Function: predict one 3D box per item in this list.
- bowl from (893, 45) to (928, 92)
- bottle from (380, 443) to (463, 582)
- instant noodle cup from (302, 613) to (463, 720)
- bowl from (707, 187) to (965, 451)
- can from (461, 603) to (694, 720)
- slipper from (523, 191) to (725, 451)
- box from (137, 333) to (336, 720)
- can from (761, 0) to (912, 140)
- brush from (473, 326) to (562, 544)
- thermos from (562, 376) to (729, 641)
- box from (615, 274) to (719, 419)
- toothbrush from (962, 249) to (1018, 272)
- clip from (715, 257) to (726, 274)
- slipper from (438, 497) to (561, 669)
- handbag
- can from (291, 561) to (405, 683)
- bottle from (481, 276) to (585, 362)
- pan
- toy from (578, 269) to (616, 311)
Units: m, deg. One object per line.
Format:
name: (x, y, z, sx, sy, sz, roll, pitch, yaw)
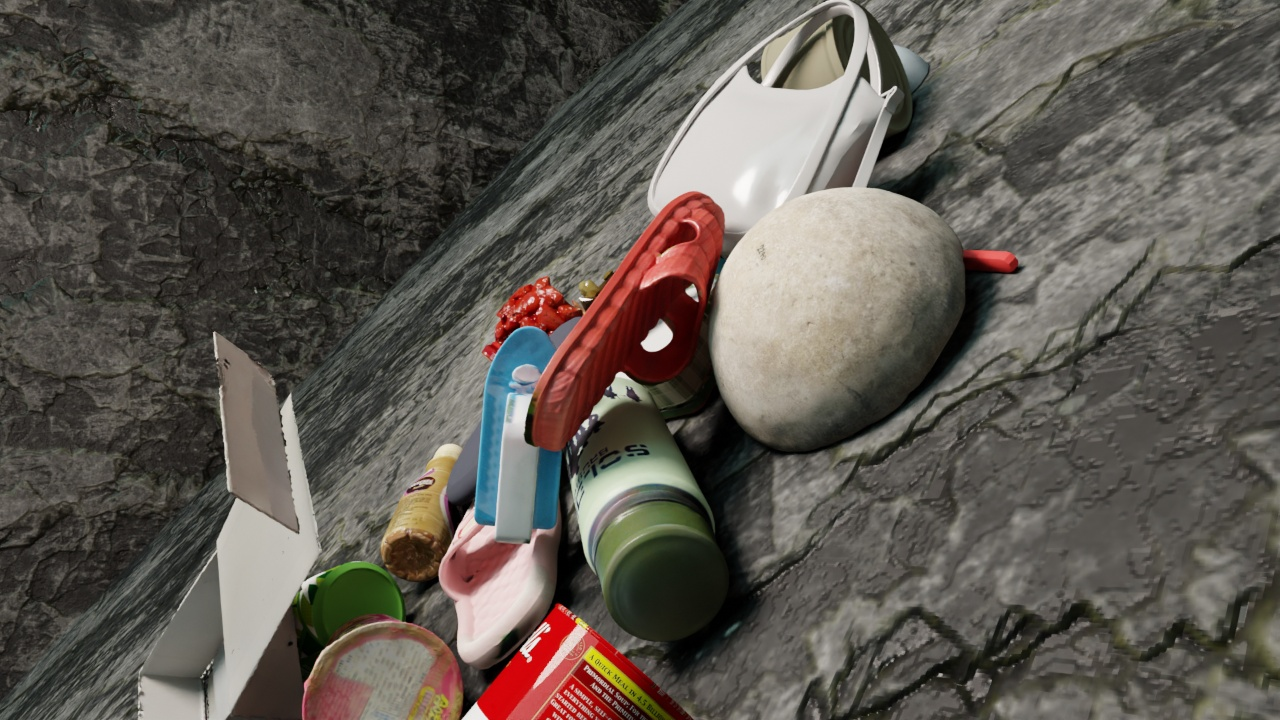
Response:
bowl: (0.226, -0.273, 0.904, 0.106, 0.039, 0.106, -37, 20, 16)
bottle: (-0.191, 0.132, 0.850, 0.060, 0.059, 0.165, -37, 20, 17)
instant noodle cup: (-0.176, 0.215, 0.615, 0.097, 0.097, 0.109, -49, 12, -17)
bowl: (0.099, -0.040, 0.559, 0.179, 0.081, 0.178, -34, 38, 32)
can: (-0.043, 0.184, 0.415, 0.116, 0.086, 0.087, -49, 20, -16)
slipper: (0.011, -0.027, 0.595, 0.248, 0.059, 0.104, -52, -17, -44)
box: (-0.289, 0.181, 0.672, 0.369, 0.098, 0.166, -58, 40, 22)
can: (0.176, -0.244, 0.813, 0.073, 0.128, 0.127, -22, 28, 42)
brush: (-0.078, 0.045, 0.605, 0.075, 0.055, 0.136, -130, 45, -81)
thermos: (-0.004, 0.085, 0.568, 0.082, 0.082, 0.231, -42, 20, 4)
box: (-0.005, 0.004, 0.770, 0.206, 0.051, 0.117, -20, 34, 50)
toothbrush: (0.181, -0.074, 0.623, 0.018, 0.012, 0.213, -46, 20, -8)
clip: (0.054, -0.097, 0.822, 0.119, 0.102, 0.027, -33, 21, -12)
slipper: (-0.107, 0.142, 0.673, 0.107, 0.055, 0.221, -43, 20, 6)
handbag: (0.124, -0.182, 0.725, 0.216, 0.095, 0.222, 27, 88, 47)
can: (-0.270, 0.225, 0.775, 0.144, 0.083, 0.082, -27, 25, 39)
bottle: (-0.112, -0.031, 1.001, 0.111, 0.099, 0.099, -54, 20, -1)
pan: (-0.061, -0.009, 0.768, 0.357, 0.021, 0.198, -45, 15, 29)
toy: (-0.034, -0.068, 0.965, 0.076, 0.062, 0.100, -59, 1, 24)
